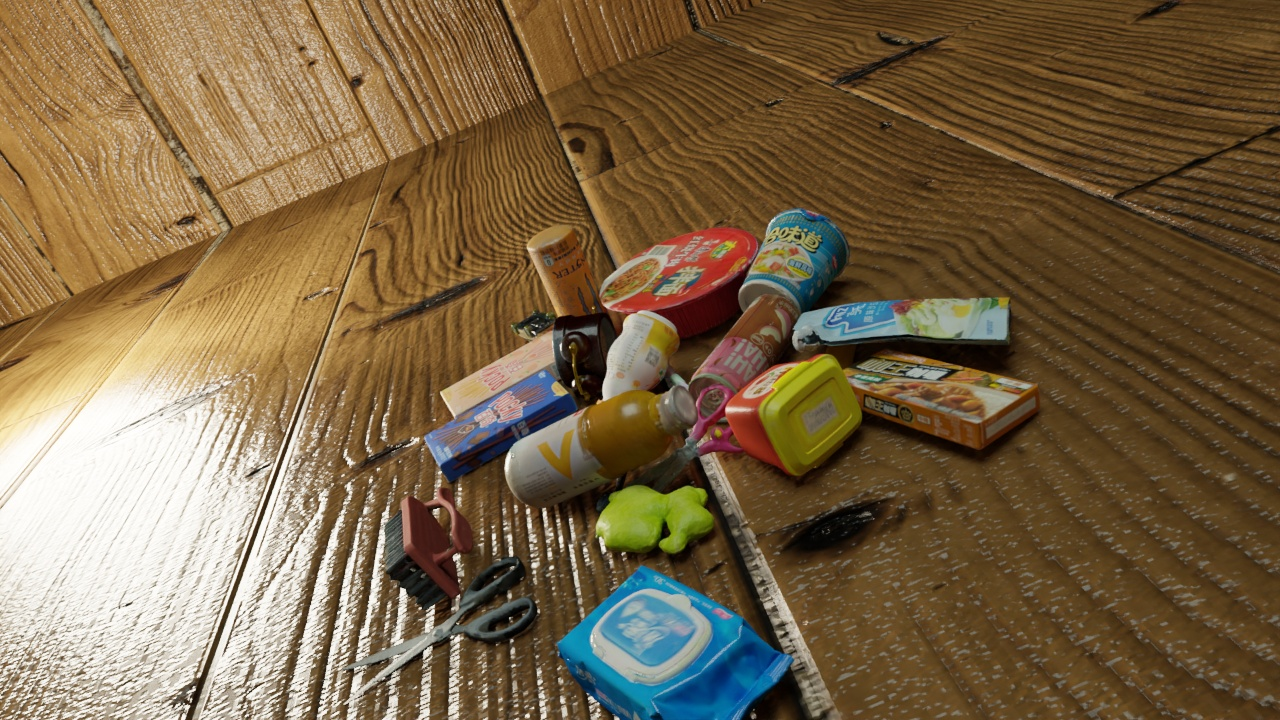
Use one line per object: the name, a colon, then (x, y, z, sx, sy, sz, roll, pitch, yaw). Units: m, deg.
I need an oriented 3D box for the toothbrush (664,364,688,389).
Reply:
toothbrush: (0.027, 0.008, 0.975, 0.029, 0.021, 0.189, -56, 27, 6)

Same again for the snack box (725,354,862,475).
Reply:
snack box: (0.126, 0.045, 0.771, 0.091, 0.082, 0.080, -35, 16, -25)

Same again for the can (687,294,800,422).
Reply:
can: (0.104, -0.005, 0.894, 0.058, 0.058, 0.146, 0, 35, 38)

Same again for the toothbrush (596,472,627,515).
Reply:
toothbrush: (-0.011, 0.087, 0.863, 0.014, 0.018, 0.188, -17, 25, 25)

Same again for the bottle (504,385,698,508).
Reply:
bottle: (-0.035, 0.073, 0.805, 0.190, 0.068, 0.067, -26, 22, 30)

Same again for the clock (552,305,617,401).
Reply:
clock: (-0.061, -0.006, 1.002, 0.055, 0.082, 0.121, -9, 27, 14)

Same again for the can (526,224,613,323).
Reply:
can: (-0.081, -0.086, 1.089, 0.058, 0.146, 0.058, -18, 27, 10)

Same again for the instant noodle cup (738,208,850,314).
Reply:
instant noodle cup: (0.157, -0.091, 0.980, 0.099, 0.099, 0.109, 2, 44, 40)

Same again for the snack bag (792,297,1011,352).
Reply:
snack bag: (0.233, -0.033, 0.833, 0.191, 0.039, 0.110, -1, 26, 24)

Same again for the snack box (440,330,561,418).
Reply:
snack box: (-0.154, 0.023, 1.082, 0.157, 0.026, 0.084, -29, 27, -13)

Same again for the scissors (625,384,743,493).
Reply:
scissors: (0.038, 0.072, 0.810, 0.137, 0.077, 0.017, -29, -15, -6)

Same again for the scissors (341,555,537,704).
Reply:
scissors: (-0.157, 0.217, 0.742, 0.171, 0.014, 0.159, -5, 32, 35)

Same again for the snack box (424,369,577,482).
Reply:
snack box: (-0.153, 0.068, 0.997, 0.157, 0.026, 0.084, -30, 27, -13)

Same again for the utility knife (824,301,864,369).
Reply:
utility knife: (0.193, -0.007, 0.875, 0.033, 0.015, 0.192, 10, 37, 16)

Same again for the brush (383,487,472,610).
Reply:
brush: (-0.186, 0.156, 0.813, 0.069, 0.063, 0.146, -40, 19, -5)

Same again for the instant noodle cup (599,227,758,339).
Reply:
instant noodle cup: (0.052, -0.083, 1.072, 0.194, 0.066, 0.193, -18, 28, 10)

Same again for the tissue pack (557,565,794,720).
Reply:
tissue pack: (0.017, 0.194, 0.602, 0.094, 0.052, 0.157, -37, 30, -26)

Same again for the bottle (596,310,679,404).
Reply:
bottle: (-0.006, 0.005, 0.935, 0.063, 0.063, 0.108, 13, 72, 50)

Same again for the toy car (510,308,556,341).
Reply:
toy car: (-0.133, -0.041, 1.172, 0.042, 0.035, 0.090, -32, 22, -20)

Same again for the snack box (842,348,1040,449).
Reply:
snack box: (0.237, 0.028, 0.752, 0.075, 0.026, 0.154, -25, 25, -28)

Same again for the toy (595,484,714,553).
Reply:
toy: (0.009, 0.130, 0.752, 0.100, 0.031, 0.096, -21, 29, 5)
